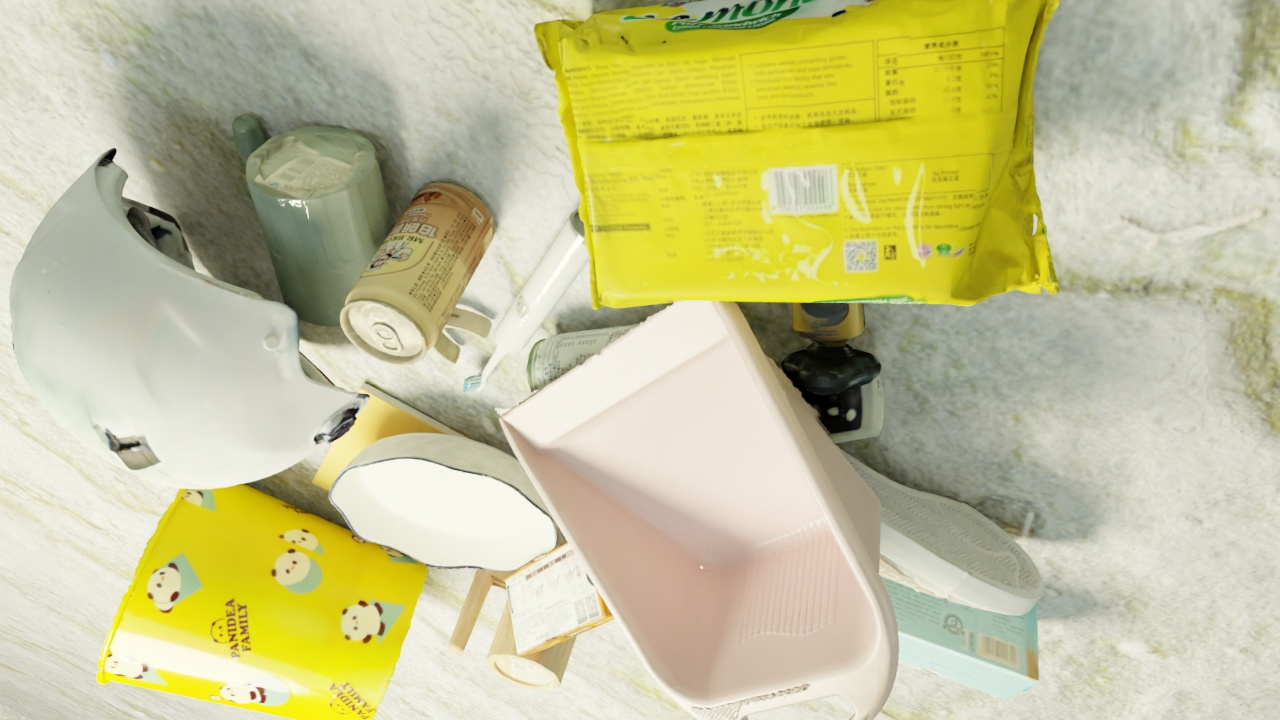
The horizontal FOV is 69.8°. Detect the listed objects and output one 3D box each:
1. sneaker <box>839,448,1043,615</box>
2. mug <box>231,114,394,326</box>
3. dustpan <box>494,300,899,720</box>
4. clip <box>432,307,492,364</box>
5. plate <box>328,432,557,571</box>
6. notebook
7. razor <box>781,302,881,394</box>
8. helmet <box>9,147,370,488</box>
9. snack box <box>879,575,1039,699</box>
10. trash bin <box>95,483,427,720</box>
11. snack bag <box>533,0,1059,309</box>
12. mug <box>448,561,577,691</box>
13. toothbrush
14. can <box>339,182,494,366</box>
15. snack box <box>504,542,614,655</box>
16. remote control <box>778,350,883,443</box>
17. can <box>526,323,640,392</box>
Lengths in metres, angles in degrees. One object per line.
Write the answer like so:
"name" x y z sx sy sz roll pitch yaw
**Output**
"sneaker" 0.179 0.138 0.687 0.242 0.089 0.091 28 124 -4
"mug" -0.218 -0.096 0.603 0.124 0.083 0.104 32 144 24
"dustpan" 0.040 0.119 0.586 0.273 0.138 0.223 40 133 -17
"clip" -0.161 -0.037 0.674 0.099 0.034 0.066 31 138 -21
"plate" -0.175 0.130 0.836 0.205 0.045 0.205 6 144 4
"notebook" -0.226 0.106 0.876 0.146 0.010 0.207 29 139 -12
"razor" 0.108 -0.047 0.538 0.062 0.067 0.168 2 131 18
"helmet" -0.316 0.003 0.626 0.229 0.145 0.259 41 164 9
"snack box" 0.240 0.214 0.764 0.175 0.074 0.052 20 139 0
"trash bin" -0.376 0.258 0.953 0.255 0.229 0.230 23 140 -13
"snack bag" 0.072 -0.098 0.449 0.247 0.068 0.158 1 113 21
"mug" -0.123 0.267 0.944 0.124 0.103 0.084 17 140 1
"toothbrush" -0.083 -0.031 0.655 0.026 0.026 0.222 -9 155 -36
"can" -0.137 -0.056 0.577 0.058 0.116 0.059 11 139 9
"snack box" -0.073 0.215 0.841 0.026 0.075 0.154 4 152 -38
"remote control" 0.093 0.034 0.634 0.150 0.058 0.021 -14 161 33
"can" -0.004 0.004 0.637 0.147 0.058 0.058 -6 134 27
